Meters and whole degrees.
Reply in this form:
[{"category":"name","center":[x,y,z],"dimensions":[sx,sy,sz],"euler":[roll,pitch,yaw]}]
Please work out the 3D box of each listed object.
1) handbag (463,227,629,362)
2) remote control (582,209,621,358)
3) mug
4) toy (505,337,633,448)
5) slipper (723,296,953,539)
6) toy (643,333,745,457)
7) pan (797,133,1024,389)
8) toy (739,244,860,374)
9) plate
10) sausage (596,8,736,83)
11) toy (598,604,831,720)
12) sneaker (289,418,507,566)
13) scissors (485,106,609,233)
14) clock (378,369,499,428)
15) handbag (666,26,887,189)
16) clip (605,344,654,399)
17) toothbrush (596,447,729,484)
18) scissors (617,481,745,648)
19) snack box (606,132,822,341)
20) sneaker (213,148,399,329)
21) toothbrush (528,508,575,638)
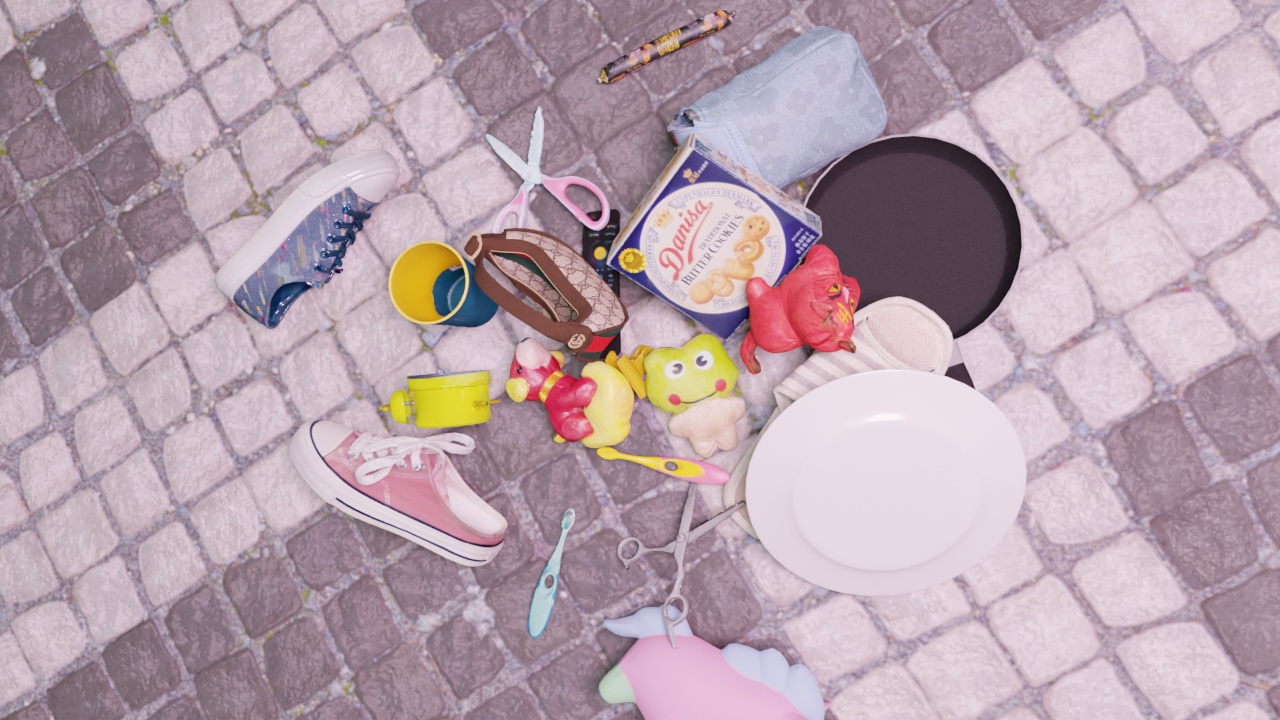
[{"category":"handbag","center":[-0.094,-0.069,0.864],"dimensions":[0.063,0.138,0.166],"euler":[-51,62,21]},{"category":"remote control","center":[-0.038,-0.077,0.926],"dimensions":[0.041,0.020,0.152],"euler":[-2,85,23]},{"category":"mug","center":[-0.185,-0.068,0.901],"dimensions":[0.078,0.121,0.078],"euler":[-1,86,10]},{"category":"toy","center":[-0.069,0.038,0.905],"dimensions":[0.137,0.067,0.106],"euler":[28,116,13]},{"category":"slipper","center":[0.173,0.059,0.840],"dimensions":[0.114,0.054,0.273],"euler":[45,110,17]},{"category":"toy","center":[0.056,0.037,0.890],"dimensions":[0.092,0.043,0.118],"euler":[-19,87,-1]},{"category":"pan","center":[0.273,-0.037,0.855],"dimensions":[0.204,0.044,0.355],"euler":[-19,83,9]},{"category":"toy","center":[0.133,-0.028,0.812],"dimensions":[0.088,0.093,0.133],"euler":[31,125,-27]},{"category":"plate","center":[0.214,0.118,0.806],"dimensions":[0.242,0.016,0.243],"euler":[2,118,4]},{"category":"sausage","center":[0.025,-0.320,0.932],"dimensions":[0.155,0.020,0.020],"euler":[-23,82,8]},{"category":"toy","center":[0.068,0.305,0.842],"dimensions":[0.171,0.120,0.222],"euler":[-37,73,8]},{"category":"sneaker","center":[-0.235,0.112,0.911],"dimensions":[0.241,0.118,0.088],"euler":[27,111,6]},{"category":"scissors","center":[-0.115,-0.168,0.945],"dimensions":[0.170,0.014,0.169],"euler":[42,101,15]},{"category":"clock","center":[-0.203,0.037,0.919],"dimensions":[0.119,0.083,0.057],"euler":[-4,92,8]},{"category":"handbag","center":[0.122,-0.226,0.860],"dimensions":[0.192,0.118,0.122],"euler":[-33,116,7]},{"category":"clip","center":[-0.007,0.006,0.908],"dimensions":[0.045,0.048,0.054],"euler":[-21,121,24]},{"category":"toothbrush","center":[0.022,0.102,0.899],"dimensions":[0.135,0.016,0.021],"euler":[10,82,17]},{"category":"scissors","center":[0.037,0.186,0.868],"dimensions":[0.142,0.014,0.174],"euler":[-18,51,28]},{"category":"snack box","center":[0.066,-0.110,0.843],"dimensions":[0.145,0.042,0.145],"euler":[31,124,-13]},{"category":"sneaker","center":[-0.337,-0.123,0.955],"dimensions":[0.236,0.087,0.079],"euler":[-38,86,9]},{"category":"toothbrush","center":[-0.089,0.213,0.918],"dimensions":[0.022,0.017,0.135],"euler":[16,89,8]}]
